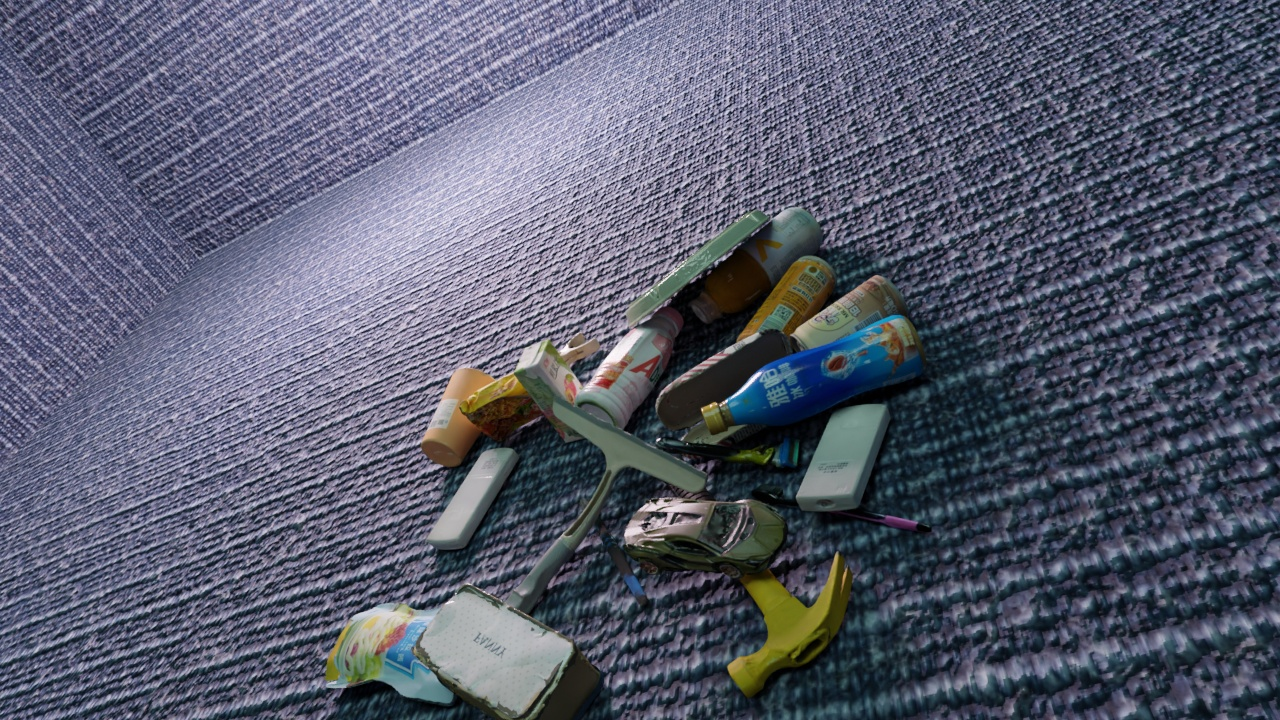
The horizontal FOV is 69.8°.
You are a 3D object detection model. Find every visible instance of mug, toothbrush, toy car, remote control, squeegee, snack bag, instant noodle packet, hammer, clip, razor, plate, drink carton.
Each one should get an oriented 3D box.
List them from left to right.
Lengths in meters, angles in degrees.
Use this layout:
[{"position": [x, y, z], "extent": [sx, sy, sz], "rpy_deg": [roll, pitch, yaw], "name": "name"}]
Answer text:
[{"position": [-0.239, 0.296, 0.944], "extent": [0.191, 0.039, 0.110], "rpy_deg": [-10, 30, 33], "name": "snack bag"}, {"position": [-0.245, 0.079, 1.243], "extent": [0.078, 0.078, 0.122], "rpy_deg": [-11, 40, 34], "name": "mug"}, {"position": [-0.201, 0.167, 1.117], "extent": [0.058, 0.021, 0.149], "rpy_deg": [-9, 37, 37], "name": "remote control"}, {"position": [-0.156, 0.051, 1.179], "extent": [0.128, 0.111, 0.044], "rpy_deg": [-31, 65, -1], "name": "instant noodle packet"}, {"position": [-0.102, 0.039, 1.110], "extent": [0.046, 0.122, 0.053], "rpy_deg": [-19, 32, 27], "name": "drink carton"}, {"position": [-0.105, -0.002, 1.272], "extent": [0.100, 0.035, 0.072], "rpy_deg": [-35, 27, -22], "name": "clip"}, {"position": [-0.075, 0.180, 0.937], "extent": [0.247, 0.039, 0.246], "rpy_deg": [23, 74, 45], "name": "squeegee"}, {"position": [-0.029, 0.188, 0.922], "extent": [0.014, 0.016, 0.189], "rpy_deg": [-41, 30, -1], "name": "toothbrush"}, {"position": [0.070, -0.121, 1.180], "extent": [0.230, 0.027, 0.230], "rpy_deg": [-37, 2, 1], "name": "plate"}, {"position": [0.055, 0.151, 0.804], "extent": [0.158, 0.042, 0.070], "rpy_deg": [-6, 40, 36], "name": "toy car"}, {"position": [0.085, 0.091, 0.910], "extent": [0.143, 0.022, 0.042], "rpy_deg": [4, 32, 11], "name": "razor"}, {"position": [0.082, 0.166, 0.828], "extent": [0.128, 0.033, 0.300], "rpy_deg": [-35, 29, -4], "name": "hammer"}, {"position": [0.174, 0.130, 0.813], "extent": [0.190, 0.014, 0.017], "rpy_deg": [4, 36, 47], "name": "toothbrush"}, {"position": [0.188, 0.087, 0.841], "extent": [0.056, 0.019, 0.134], "rpy_deg": [-10, 29, 34], "name": "remote control"}]

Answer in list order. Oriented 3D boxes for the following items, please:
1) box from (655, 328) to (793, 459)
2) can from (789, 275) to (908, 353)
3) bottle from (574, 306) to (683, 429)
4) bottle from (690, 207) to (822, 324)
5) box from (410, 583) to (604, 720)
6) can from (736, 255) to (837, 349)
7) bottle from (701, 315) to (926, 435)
[{"position": [0.103, 0.039, 0.957], "extent": [0.162, 0.076, 0.086], "rpy_deg": [-30, 41, -8], "name": "box"}, {"position": [0.221, -0.036, 0.971], "extent": [0.116, 0.058, 0.058], "rpy_deg": [-34, 29, -1], "name": "can"}, {"position": [-0.007, 0.007, 1.128], "extent": [0.068, 0.068, 0.196], "rpy_deg": [-6, 35, 40], "name": "bottle"}, {"position": [0.145, -0.117, 1.159], "extent": [0.189, 0.068, 0.068], "rpy_deg": [-39, 30, -11], "name": "bottle"}, {"position": [-0.117, 0.271, 0.816], "extent": [0.184, 0.062, 0.089], "rpy_deg": [17, 55, 42], "name": "box"}, {"position": [0.168, -0.054, 1.051], "extent": [0.058, 0.058, 0.145], "rpy_deg": [3, 45, 46], "name": "can"}, {"position": [0.166, 0.021, 0.902], "extent": [0.219, 0.065, 0.065], "rpy_deg": [-21, 30, 4], "name": "bottle"}]
